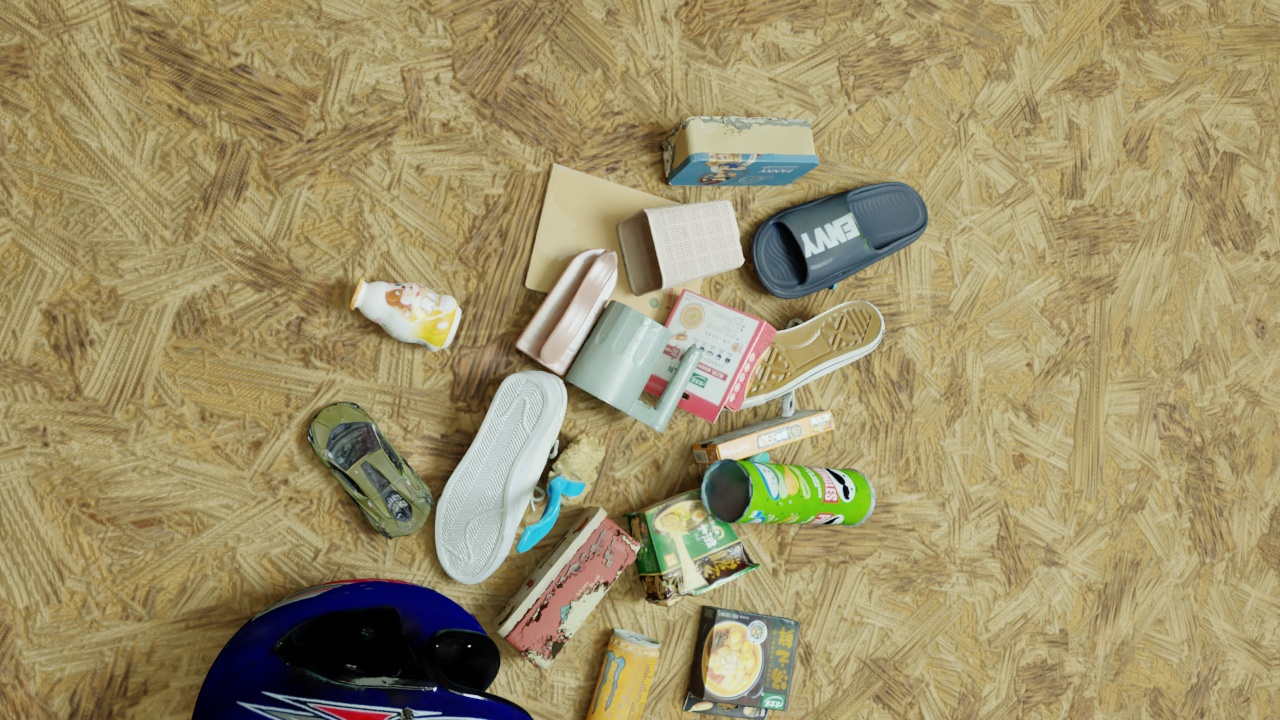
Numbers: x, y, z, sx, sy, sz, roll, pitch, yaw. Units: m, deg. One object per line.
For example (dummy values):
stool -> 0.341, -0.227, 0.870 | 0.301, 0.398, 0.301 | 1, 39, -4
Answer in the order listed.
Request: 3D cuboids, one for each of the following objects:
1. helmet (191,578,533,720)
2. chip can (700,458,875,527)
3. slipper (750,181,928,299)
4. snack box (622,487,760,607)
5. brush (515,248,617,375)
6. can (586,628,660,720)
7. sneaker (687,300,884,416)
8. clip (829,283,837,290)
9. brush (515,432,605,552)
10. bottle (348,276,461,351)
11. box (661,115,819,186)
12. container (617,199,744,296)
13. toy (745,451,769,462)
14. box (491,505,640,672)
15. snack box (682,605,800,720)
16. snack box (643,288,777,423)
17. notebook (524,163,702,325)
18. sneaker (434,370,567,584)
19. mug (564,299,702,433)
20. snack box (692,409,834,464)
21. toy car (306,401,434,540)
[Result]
helmet -> -0.238, 0.324, 0.844 | 0.315, 0.248, 0.240 | 5, 43, -14
chip can -> 0.172, 0.153, 1.043 | 0.235, 0.072, 0.072 | 10, 84, -43
slipper -> 0.253, -0.164, 1.115 | 0.267, 0.083, 0.110 | -23, 80, -22
snack box -> 0.050, 0.203, 1.028 | 0.117, 0.118, 0.105 | -19, 84, -19
brush -> -0.072, -0.059, 1.001 | 0.063, 0.073, 0.145 | 34, 84, -17
can -> -0.024, 0.378, 1.017 | 0.058, 0.058, 0.146 | 19, 82, -18
sneaker -> 0.170, 0.003, 1.082 | 0.241, 0.088, 0.118 | -21, 68, 3
clip -> 0.241, -0.117, 1.154 | 0.043, 0.014, 0.056 | 20, 79, -19
brush -> -0.081, 0.136, 0.920 | 0.046, 0.254, 0.083 | 27, 103, 2
bottle -> -0.244, -0.051, 0.951 | 0.108, 0.063, 0.063 | 20, 81, -18
box -> 0.122, -0.243, 1.076 | 0.184, 0.090, 0.059 | -2, 82, -18
container -> 0.047, -0.130, 1.037 | 0.110, 0.090, 0.090 | -14, 93, -23
toy -> 0.118, 0.143, 1.073 | 0.030, 0.096, 0.092 | 39, 92, 12
box -> -0.074, 0.246, 0.984 | 0.080, 0.091, 0.168 | 42, 75, -6
snack box -> 0.120, 0.359, 1.078 | 0.113, 0.053, 0.125 | 13, 78, -19
snack box -> 0.073, -0.002, 1.034 | 0.127, 0.113, 0.044 | -63, 150, -2
notebook -> -0.020, -0.128, 1.063 | 0.207, 0.008, 0.147 | 14, 84, -18
sneaker -> -0.144, 0.120, 0.981 | 0.089, 0.090, 0.242 | 25, 99, 13
mug -> -0.006, 0.006, 1.008 | 0.124, 0.083, 0.103 | 28, 87, 6
snack box -> 0.144, 0.089, 1.078 | 0.153, 0.075, 0.026 | -15, 92, -19
toy car -> -0.279, 0.113, 0.946 | 0.070, 0.042, 0.158 | -40, 98, -17
